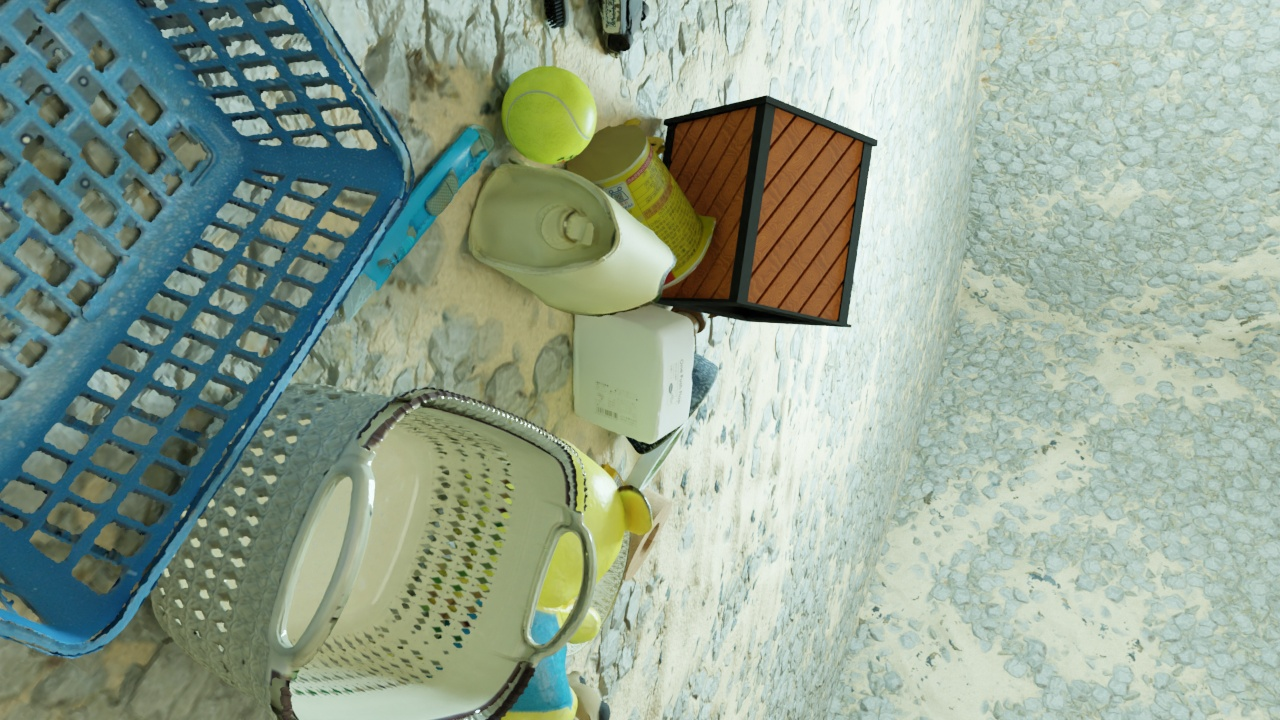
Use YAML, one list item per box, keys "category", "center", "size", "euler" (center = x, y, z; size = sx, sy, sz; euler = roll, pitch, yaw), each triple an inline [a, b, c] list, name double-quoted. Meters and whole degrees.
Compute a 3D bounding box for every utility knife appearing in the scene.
- category: "utility knife"
  center: [-0.137, -0.091, 0.573]
  size: [0.174, 0.015, 0.031]
  euler: [-61, 146, -29]

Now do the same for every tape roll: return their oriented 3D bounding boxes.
- category: "tape roll"
  center: [-0.003, 0.178, 0.941]
  size: [0.093, 0.027, 0.094]
  euler: [-55, 165, -24]
- category: "tape roll"
  center: [0.016, 0.096, 0.942]
  size: [0.093, 0.018, 0.094]
  euler: [-54, 171, -13]

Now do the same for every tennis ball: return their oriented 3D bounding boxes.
- category: "tennis ball"
  center: [-0.063, -0.168, 0.631]
  size: [0.065, 0.065, 0.065]
  euler: [-40, 136, -53]

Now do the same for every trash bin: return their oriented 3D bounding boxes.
- category: "trash bin"
  center: [0.106, -0.128, 0.846]
  size: [0.139, 0.140, 0.172]
  euler: [9, 89, -36]

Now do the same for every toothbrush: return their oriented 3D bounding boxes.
- category: "toothbrush"
  center: [-0.065, -0.310, 0.621]
  size: [0.013, 0.013, 0.168]
  euler: [-41, 138, -41]

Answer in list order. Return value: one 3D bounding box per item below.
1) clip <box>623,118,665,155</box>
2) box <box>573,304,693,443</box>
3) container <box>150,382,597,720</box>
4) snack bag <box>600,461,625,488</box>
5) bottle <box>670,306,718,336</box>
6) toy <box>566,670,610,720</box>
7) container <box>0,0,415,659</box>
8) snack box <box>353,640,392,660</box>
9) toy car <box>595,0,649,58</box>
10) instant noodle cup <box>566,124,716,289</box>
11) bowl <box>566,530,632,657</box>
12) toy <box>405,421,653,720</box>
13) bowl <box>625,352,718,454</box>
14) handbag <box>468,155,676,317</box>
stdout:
- category: "clip"
  center: [-0.005, -0.184, 0.782]
  size: [0.047, 0.047, 0.054]
  euler: [44, 51, -10]
- category: "box"
  center: [0.003, 0.002, 0.810]
  size: [0.095, 0.102, 0.107]
  euler: [-22, 122, -48]
- category: "container"
  center: [-0.138, 0.108, 0.514]
  size: [0.251, 0.143, 0.184]
  euler: [37, 67, -63]
- category: "snack bag"
  center: [-0.026, 0.131, 0.909]
  size: [0.026, 0.020, 0.099]
  euler: [-60, 152, -22]
- category: "bottle"
  center: [0.073, -0.086, 0.961]
  size: [0.156, 0.068, 0.068]
  euler: [-60, 150, -34]
- category: "toy"
  center: [-0.083, 0.305, 0.792]
  size: [0.108, 0.106, 0.134]
  euler: [1, 97, -76]
- category: "container"
  center: [-0.236, -0.093, 0.268]
  size: [0.256, 0.089, 0.362]
  euler: [-65, 153, -26]
- category: "snack box"
  center: [-0.153, 0.254, 0.626]
  size: [0.040, 0.029, 0.148]
  euler: [-52, 124, -40]
- category: "toy car"
  center: [-0.017, -0.286, 0.710]
  size: [0.113, 0.040, 0.048]
  euler: [93, 19, -64]
- category: "instant noodle cup"
  center: [-0.009, -0.126, 0.749]
  size: [0.100, 0.100, 0.112]
  euler: [-64, 143, -27]
- category: "bowl"
  center: [-0.067, 0.174, 0.791]
  size: [0.144, 0.063, 0.145]
  euler: [-42, 139, -52]
- category: "toy"
  center: [-0.081, 0.159, 0.668]
  size: [0.084, 0.149, 0.214]
  euler: [-1, -111, 71]
- category: "bowl"
  center: [0.015, 0.029, 0.885]
  size: [0.114, 0.061, 0.114]
  euler: [-47, -173, 8]
- category: "handbag"
  center: [-0.044, -0.082, 0.657]
  size: [0.119, 0.111, 0.081]
  euler: [33, 71, -64]
